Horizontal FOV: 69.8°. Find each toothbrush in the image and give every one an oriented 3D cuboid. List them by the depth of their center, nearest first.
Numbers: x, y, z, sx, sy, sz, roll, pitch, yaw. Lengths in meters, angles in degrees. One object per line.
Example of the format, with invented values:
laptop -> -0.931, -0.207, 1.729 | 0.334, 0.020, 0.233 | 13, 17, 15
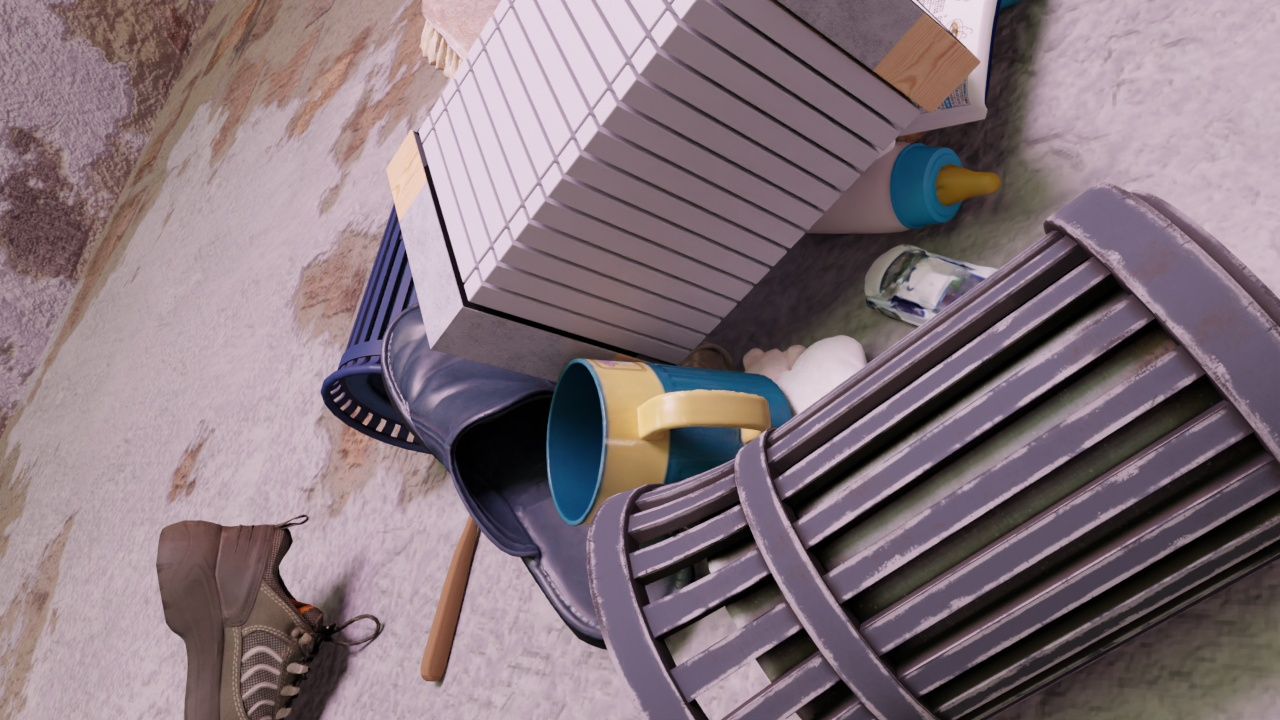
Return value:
toothbrush -> -0.130, 0.145, 0.660 | 0.016, 0.016, 0.166 | -12, 57, 42

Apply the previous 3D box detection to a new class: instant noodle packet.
instant noodle packet -> 0.153, -0.181, 0.499 | 0.087, 0.026, 0.134 | -1, 68, 43

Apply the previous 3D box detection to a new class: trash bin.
trash bin -> 0.120, 0.057, 0.343 | 0.228, 0.164, 0.164 | -39, 43, 18
trash bin -> 0.003, -0.120, 0.465 | 0.248, 0.142, 0.142 | -47, 46, 28
trash bin -> -0.143, -0.067, 0.717 | 0.140, 0.139, 0.249 | -18, 52, 39

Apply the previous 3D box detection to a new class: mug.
mug -> 0.021, 0.039, 0.458 | 0.114, 0.107, 0.083 | 144, 128, -60

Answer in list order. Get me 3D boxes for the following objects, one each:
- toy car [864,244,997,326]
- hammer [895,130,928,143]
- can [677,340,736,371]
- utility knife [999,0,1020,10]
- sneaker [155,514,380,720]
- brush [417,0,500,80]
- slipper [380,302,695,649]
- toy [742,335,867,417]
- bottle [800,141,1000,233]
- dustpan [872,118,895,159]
toy car -> 0.150, -0.037, 0.472 | 0.090, 0.027, 0.038 | 29, 90, 51
hammer -> 0.080, -0.216, 0.615 | 0.158, 0.037, 0.301 | -55, 49, 8
can -> -0.003, 0.003, 0.587 | 0.136, 0.054, 0.054 | 17, 78, 51
utility knife -> 0.206, -0.211, 0.537 | 0.117, 0.015, 0.022 | -12, 56, 40
sneaker -> -0.278, 0.230, 0.712 | 0.101, 0.142, 0.238 | 169, 91, -66
brush -> -0.084, -0.203, 0.689 | 0.083, 0.057, 0.271 | -26, 59, -25
slipper -> -0.067, 0.040, 0.530 | 0.108, 0.084, 0.265 | -33, 62, -15
toy -> 0.097, 0.022, 0.482 | 0.125, 0.037, 0.076 | 17, 86, 56
bottle -> 0.131, -0.096, 0.511 | 0.146, 0.051, 0.051 | 9, 73, 49
dustpan -> 0.112, -0.218, 0.519 | 0.164, 0.033, 0.257 | -30, 47, 40
